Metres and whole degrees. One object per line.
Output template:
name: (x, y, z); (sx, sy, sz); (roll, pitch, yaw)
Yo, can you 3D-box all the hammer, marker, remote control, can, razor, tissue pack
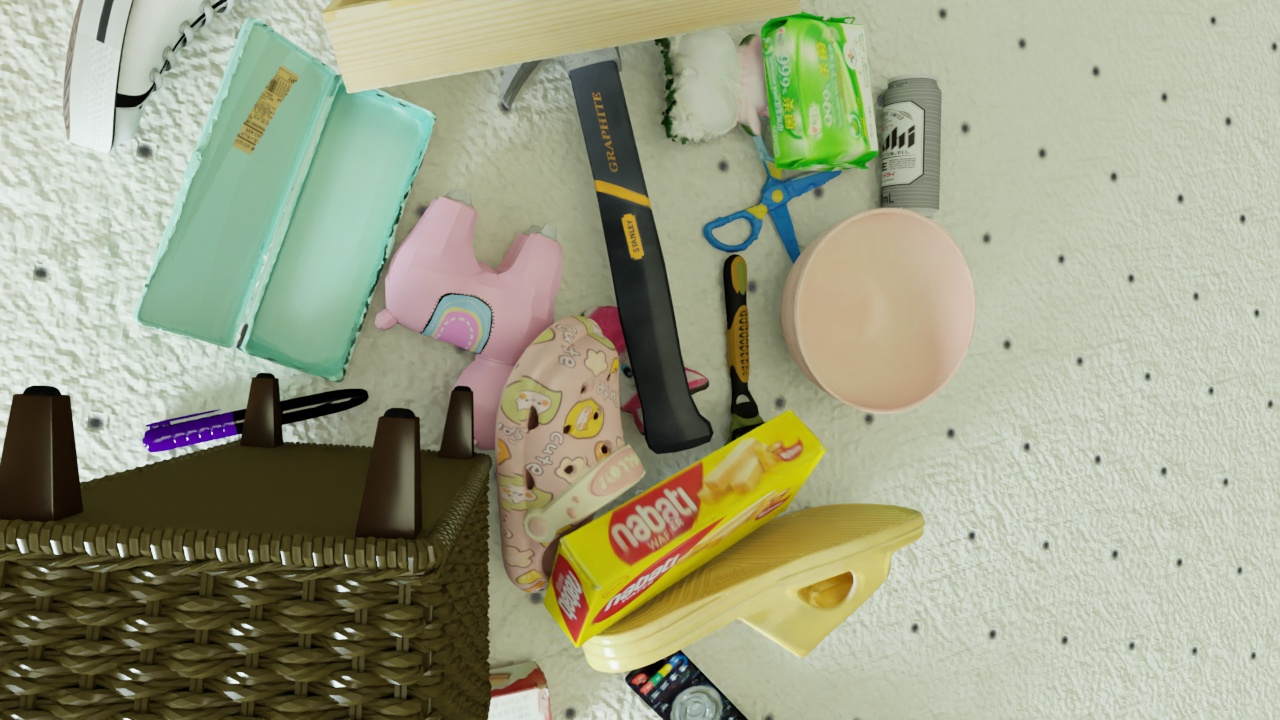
hammer: (-0.002, -0.094, 0.608); (0.139, 0.035, 0.312); (-13, 90, 4)
marker: (-0.240, 0.034, 0.577); (0.133, 0.015, 0.018); (-13, 101, -19)
remote control: (0.047, 0.269, 0.695); (0.045, 0.021, 0.140); (-42, 108, -5)
can: (0.211, -0.165, 0.714); (0.044, 0.044, 0.106); (-2, 94, -20)
razor: (0.076, -0.007, 0.688); (0.044, 0.021, 0.144); (-9, 98, -38)
tissue pack: (0.133, -0.194, 0.671); (0.099, 0.034, 0.114); (-13, 97, -41)

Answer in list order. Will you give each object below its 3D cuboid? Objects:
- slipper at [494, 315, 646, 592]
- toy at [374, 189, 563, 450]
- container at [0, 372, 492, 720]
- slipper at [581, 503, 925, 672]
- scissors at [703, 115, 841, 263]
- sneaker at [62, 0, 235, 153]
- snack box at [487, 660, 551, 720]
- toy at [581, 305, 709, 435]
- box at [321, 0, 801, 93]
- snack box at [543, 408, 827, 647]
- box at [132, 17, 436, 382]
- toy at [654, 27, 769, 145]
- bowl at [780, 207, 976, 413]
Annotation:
slipper: (-0.041, 0.072, 0.586); (0.093, 0.081, 0.197); (-27, 131, -54)
toy: (-0.108, -0.022, 0.596); (0.123, 0.067, 0.157); (18, 92, -19)
container: (-0.162, 0.115, 0.436); (0.176, 0.321, 0.205); (4, 90, -6)
slipper: (0.085, 0.173, 0.665); (0.263, 0.099, 0.078); (-18, 101, -14)
scissors: (0.099, -0.126, 0.694); (0.125, 0.013, 0.127); (-23, 104, -16)
sneaker: (-0.250, -0.227, 0.525); (0.097, 0.091, 0.245); (22, 84, -35)
snack box: (-0.193, 0.260, 0.597); (0.272, 0.044, 0.077); (-5, 101, -19)
toy: (-0.004, 0.004, 0.647); (0.102, 0.050, 0.065); (44, 83, -12)
box: (-0.051, -0.268, 0.545); (0.247, 0.119, 0.252); (-9, 72, 1)
snack box: (0.031, 0.110, 0.619); (0.200, 0.092, 0.042); (-25, 63, -30)
box: (-0.213, -0.091, 0.560); (0.138, 0.055, 0.187); (23, 85, -36)
toy: (0.058, -0.198, 0.658); (0.108, 0.041, 0.095); (-3, 92, -25)
bowl: (0.166, -0.038, 0.690); (0.153, 0.076, 0.153); (-2, 95, -19)
